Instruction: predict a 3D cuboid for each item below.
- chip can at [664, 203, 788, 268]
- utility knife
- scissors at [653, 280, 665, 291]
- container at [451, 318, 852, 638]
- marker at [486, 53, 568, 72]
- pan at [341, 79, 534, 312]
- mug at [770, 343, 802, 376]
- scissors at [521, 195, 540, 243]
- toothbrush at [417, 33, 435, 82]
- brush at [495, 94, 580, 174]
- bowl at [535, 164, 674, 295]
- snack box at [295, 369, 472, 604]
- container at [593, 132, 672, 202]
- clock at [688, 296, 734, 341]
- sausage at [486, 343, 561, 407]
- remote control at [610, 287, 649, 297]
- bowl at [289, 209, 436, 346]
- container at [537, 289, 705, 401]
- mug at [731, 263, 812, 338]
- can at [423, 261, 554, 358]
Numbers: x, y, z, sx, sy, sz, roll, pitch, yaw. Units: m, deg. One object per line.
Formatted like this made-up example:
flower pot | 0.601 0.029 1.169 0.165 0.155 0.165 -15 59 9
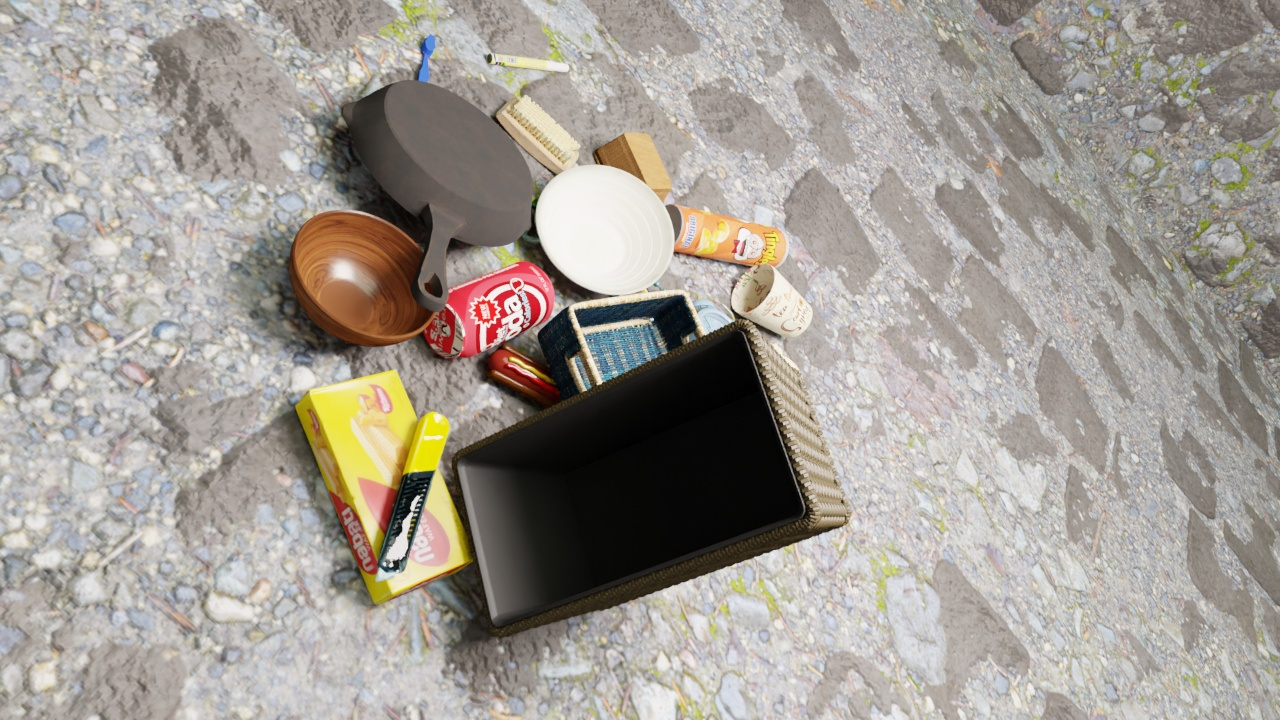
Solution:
chip can | 0.118 -0.174 1.308 0.210 0.062 0.062 5 61 -39
utility knife | -0.204 0.120 0.817 0.028 0.020 0.170 29 48 -23
scissors | 0.033 -0.081 1.158 0.086 0.015 0.135 56 -2 -30
container | 0.024 0.121 0.859 0.204 0.322 0.176 19 50 -60
marker | -0.152 -0.407 1.256 0.132 0.014 0.014 -10 71 -44
pan | -0.205 -0.184 0.985 0.248 0.043 0.355 28 36 -30
mug | 0.153 0.029 1.182 0.085 0.105 0.111 27 51 -27
scissors | -0.121 -0.187 1.147 0.128 0.012 0.119 4 64 -38
toothbrush | -0.266 -0.330 1.112 0.016 0.011 0.186 21 53 -30
brush | -0.129 -0.294 1.188 0.117 0.039 0.049 40 46 -13
bowl | -0.050 -0.151 1.135 0.176 0.058 0.176 7 67 -18
snack box | -0.234 0.112 0.842 0.092 0.042 0.200 -15 75 -45
container | -0.007 -0.255 1.252 0.063 0.061 0.114 -10 71 -44
clock | 0.092 -0.032 1.206 0.089 0.052 0.124 37 46 -15
sausage | -0.100 0.031 1.011 0.155 0.040 0.040 30 48 -23
remote control | -0.021 -0.101 1.179 0.058 0.013 0.133 -20 79 -46
bowl | -0.278 -0.068 0.895 0.147 0.069 0.147 25 45 -28
container | -0.006 0.006 1.024 0.187 0.071 0.145 -12 74 -43
mug | 0.187 -0.091 1.323 0.097 0.081 0.121 31 21 -32
can | -0.160 -0.055 0.986 0.142 0.075 0.074 -30 86 -47
